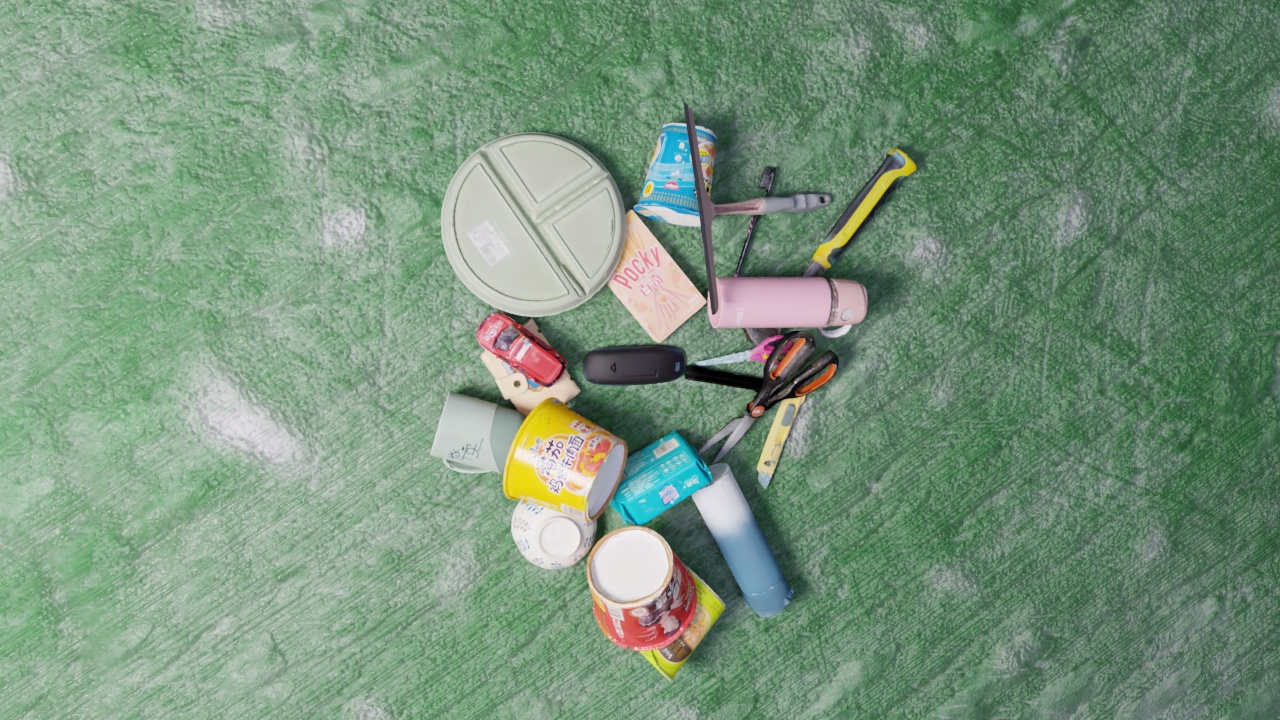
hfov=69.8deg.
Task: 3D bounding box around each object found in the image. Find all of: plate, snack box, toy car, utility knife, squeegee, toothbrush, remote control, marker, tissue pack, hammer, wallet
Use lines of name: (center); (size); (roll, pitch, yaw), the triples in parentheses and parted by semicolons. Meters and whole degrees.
plate: (-0.131, -0.169, 1.130); (0.230, 0.027, 0.230); (0, 89, -6)
snack box: (0.004, -0.108, 1.183); (0.084, 0.026, 0.157); (-41, 104, -3)
toy car: (-0.147, -0.013, 1.139); (0.120, 0.045, 0.053); (35, 87, -9)
utility knife: (0.193, 0.096, 1.259); (0.031, 0.018, 0.166); (20, 99, -7)
squeegee: (0.150, -0.194, 1.157); (0.249, 0.040, 0.247); (-12, 96, -38)
toothbrush: (0.141, -0.165, 1.208); (0.018, 0.014, 0.189); (19, 95, -3)
remote control: (-0.007, 0.007, 1.199); (0.136, 0.024, 0.053); (-3, 100, -10)
marker: (0.123, 0.028, 1.229); (0.132, 0.020, 0.022); (11, 59, -13)
tissue pack: (0.018, 0.155, 1.190); (0.133, 0.093, 0.050); (-30, 118, -5)
hammer: (0.250, -0.147, 1.222); (0.126, 0.032, 0.323); (37, 90, -14)
wallet: (-0.143, 0.017, 1.177); (0.087, 0.024, 0.115); (-35, 103, -9)

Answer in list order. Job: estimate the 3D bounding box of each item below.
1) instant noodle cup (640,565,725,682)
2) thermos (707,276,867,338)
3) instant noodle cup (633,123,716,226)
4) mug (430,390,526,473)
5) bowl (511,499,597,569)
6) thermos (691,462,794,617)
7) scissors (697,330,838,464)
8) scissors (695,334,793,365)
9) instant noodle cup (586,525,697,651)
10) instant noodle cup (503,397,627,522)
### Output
instant noodle cup: (0.045, 0.343, 1.223); (0.123, 0.112, 0.111); (-45, 104, -10)
thermos: (0.187, -0.067, 1.176); (0.198, 0.067, 0.087); (-1, 130, -13)
instant noodle cup: (0.051, -0.232, 1.144); (0.099, 0.099, 0.110); (12, 87, -12)
mug: (-0.204, 0.102, 1.152); (0.106, 0.082, 0.112); (17, 126, -12)
bowl: (-0.109, 0.223, 1.194); (0.113, 0.062, 0.113); (-2, 100, -11)
thermos: (0.136, 0.247, 1.243); (0.070, 0.070, 0.220); (-28, 103, -6)
scissors: (0.175, 0.057, 1.218); (0.189, 0.021, 0.230); (0, 126, -29)
scissors: (0.137, -0.006, 1.209); (0.133, 0.017, 0.056); (-8, 133, 13)
instant noodle cup: (-0.002, 0.281, 1.151); (0.138, 0.138, 0.109); (-25, 142, -6)
instant noodle cup: (-0.087, 0.127, 1.128); (0.110, 0.138, 0.138); (21, 94, 17)
